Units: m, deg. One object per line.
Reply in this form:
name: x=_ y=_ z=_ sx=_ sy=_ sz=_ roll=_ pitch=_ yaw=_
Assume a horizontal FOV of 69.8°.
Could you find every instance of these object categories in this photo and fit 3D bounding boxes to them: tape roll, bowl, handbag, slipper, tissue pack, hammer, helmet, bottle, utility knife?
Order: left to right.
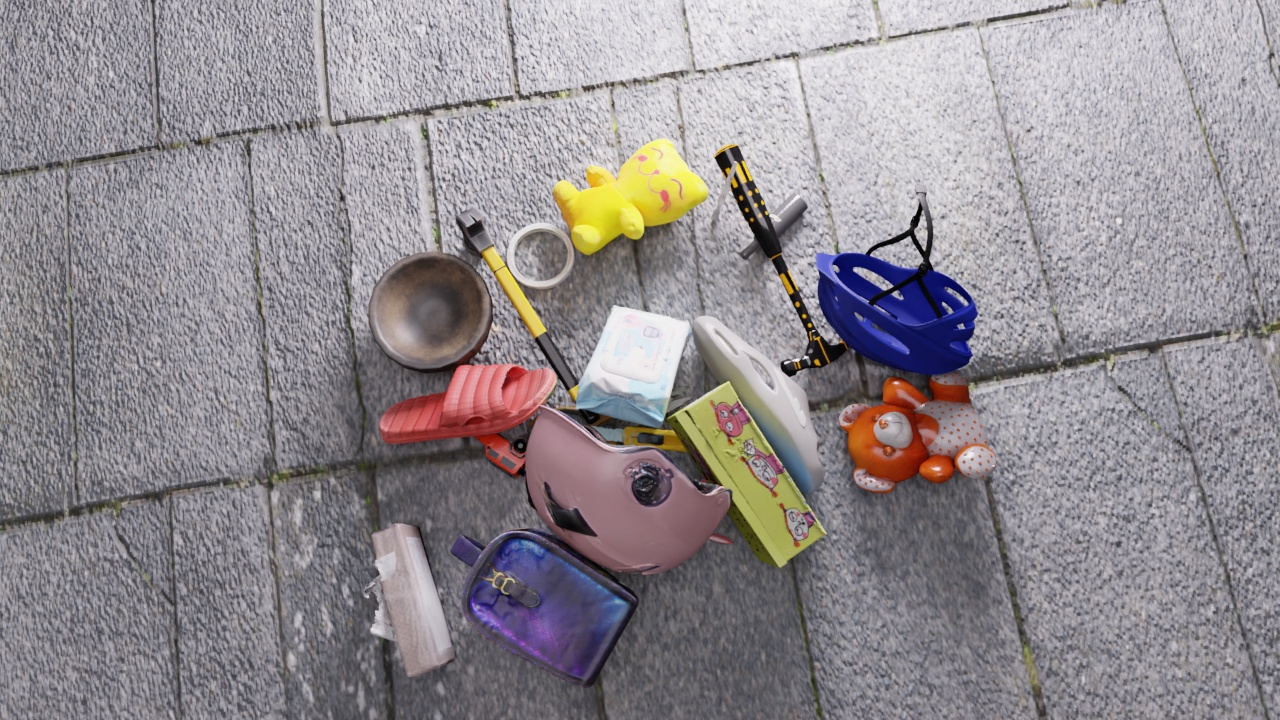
tissue pack: x=-0.291 y=0.295 z=1.133 sx=0.071 sy=0.104 sz=0.181 roll=-16 pitch=79 yaw=1
bowl: x=-0.274 y=-0.059 z=1.223 sx=0.162 sy=0.070 sz=0.162 roll=0 pitch=78 yaw=2
slipper: x=-0.228 y=0.048 z=1.165 sx=0.249 sy=0.059 sz=0.103 roll=-13 pitch=35 yaw=13
hammer: x=-0.145 y=-0.058 z=1.187 sx=0.034 sy=0.170 sz=0.324 roll=-32 pitch=88 yaw=-9
handbag: x=-0.124 y=0.271 z=1.084 sx=0.222 sy=0.205 sz=0.125 roll=31 pitch=80 yaw=2
tape roll: x=-0.137 y=-0.144 z=1.266 sx=0.093 sy=0.013 sz=0.093 roll=0 pitch=79 yaw=2
helmet: x=-0.035 y=0.158 z=1.075 sx=0.255 sy=0.230 sz=0.152 roll=35 pitch=82 yaw=-30
tissue pack: x=-0.007 y=0.007 z=1.164 sx=0.112 sy=0.070 sz=0.181 roll=15 pitch=41 yaw=4
utility knife: x=0.013 y=0.104 z=1.198 sx=0.218 sy=0.019 sz=0.030 roll=6 pitch=77 yaw=-1
slipper: x=0.167 y=0.041 z=1.177 sx=0.080 sy=0.113 sz=0.266 roll=-31 pitch=73 yaw=-16
bottle: x=0.179 y=-0.179 z=1.253 sx=0.113 sy=0.030 sz=0.030 roll=-44 pitch=80 yaw=-7
hammer: x=0.182 y=-0.140 z=1.217 sx=0.123 sy=0.036 sz=0.320 roll=-24 pitch=89 yaw=-15
helmet: x=0.338 y=-0.096 z=1.135 sx=0.241 sy=0.228 sz=0.147 roll=23 pitch=36 yaw=-4

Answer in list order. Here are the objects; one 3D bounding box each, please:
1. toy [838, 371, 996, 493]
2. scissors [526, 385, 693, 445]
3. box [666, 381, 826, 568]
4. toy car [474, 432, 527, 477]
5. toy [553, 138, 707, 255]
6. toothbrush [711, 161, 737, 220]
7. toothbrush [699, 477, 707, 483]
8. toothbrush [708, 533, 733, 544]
toy: x=0.345 y=0.093 z=1.157 sx=0.172 sy=0.093 sz=0.163 roll=-11 pitch=56 yaw=3
scissors: x=-0.040 y=0.076 z=1.214 sx=0.228 sy=0.016 sz=0.134 roll=-32 pitch=79 yaw=-5
box: x=0.127 y=0.141 z=1.129 sx=0.082 sy=0.124 sz=0.221 roll=-31 pitch=89 yaw=-7
toy car: x=-0.183 y=0.113 z=1.193 sx=0.100 sy=0.051 sz=0.048 roll=31 pitch=78 yaw=8
toy: x=-0.014 y=-0.211 z=1.240 sx=0.193 sy=0.087 sz=0.134 roll=-29 pitch=61 yaw=-8
toothbrush: x=0.110 y=-0.221 z=1.187 sx=0.010 sy=0.182 sz=0.010 roll=23 pitch=76 yaw=2
toothbrush: x=0.099 y=0.148 z=1.194 sx=0.135 sy=0.016 sz=0.021 roll=-32 pitch=87 yaw=-4
toothbrush: x=0.031 y=0.210 z=1.184 sx=0.184 sy=0.016 sz=0.015 roll=15 pitch=73 yaw=3
